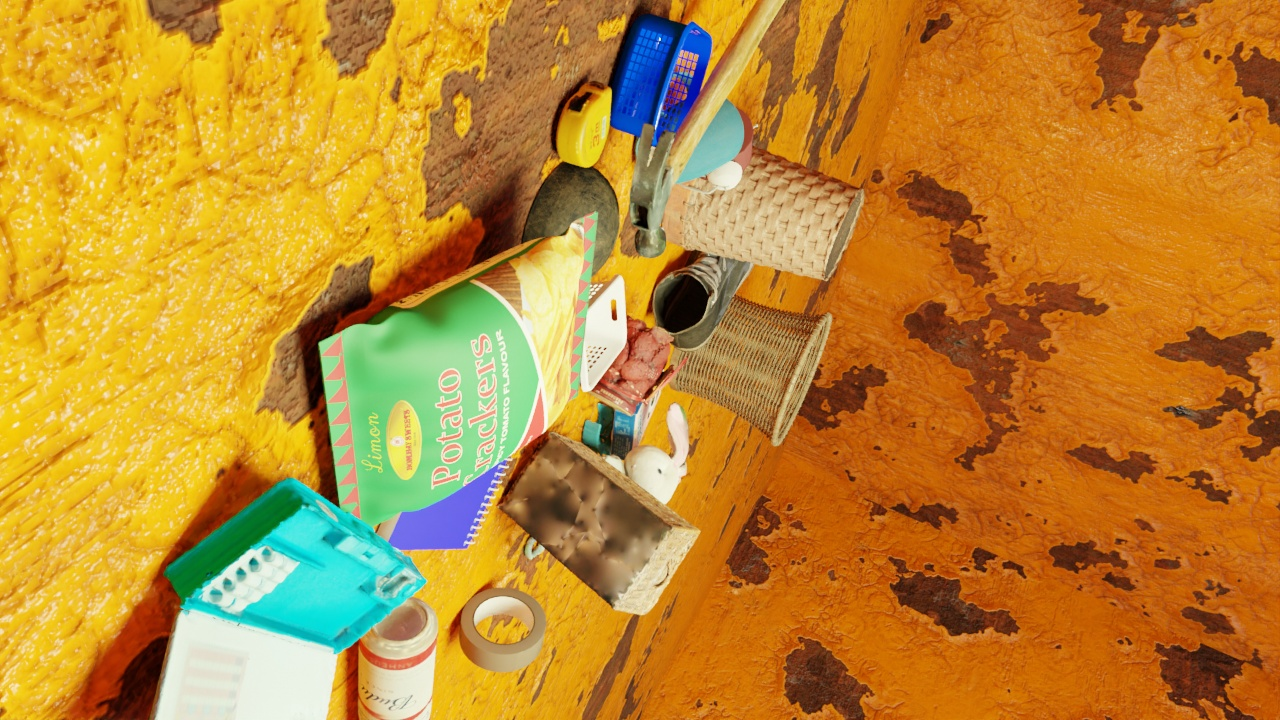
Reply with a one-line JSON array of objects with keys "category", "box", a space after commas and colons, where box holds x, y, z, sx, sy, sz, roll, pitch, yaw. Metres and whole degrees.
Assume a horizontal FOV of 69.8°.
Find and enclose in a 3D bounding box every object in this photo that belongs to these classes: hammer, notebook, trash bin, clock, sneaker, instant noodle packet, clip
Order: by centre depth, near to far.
[{"category": "instant noodle packet", "box": [-0.126, 0.011, 0.699, 0.251, 0.090, 0.196, -33, 145, -40]}, {"category": "notebook", "box": [-0.153, 0.074, 0.843, 0.209, 0.022, 0.171, -66, 163, -4]}, {"category": "hammer", "box": [0.072, -0.261, 0.884, 0.329, 0.033, 0.132, -61, 162, -23]}, {"category": "clock", "box": [0.085, -0.244, 1.063, 0.044, 0.087, 0.124, 80, 33, -64]}, {"category": "trash bin", "box": [0.151, -0.183, 1.138, 0.150, 0.210, 0.151, -56, 161, -32]}, {"category": "clip", "box": [-0.062, 0.117, 1.194, 0.113, 0.028, 0.127, -57, 161, -49]}, {"category": "sneaker", "box": [0.091, -0.129, 1.242, 0.235, 0.095, 0.120, -60, 166, 1]}]

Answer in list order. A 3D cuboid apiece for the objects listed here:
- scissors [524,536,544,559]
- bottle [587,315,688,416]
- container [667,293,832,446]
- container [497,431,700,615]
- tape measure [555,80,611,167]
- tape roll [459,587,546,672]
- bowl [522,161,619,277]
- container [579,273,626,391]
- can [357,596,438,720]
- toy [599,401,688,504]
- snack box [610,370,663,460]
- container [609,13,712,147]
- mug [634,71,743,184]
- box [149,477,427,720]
[{"category": "scissors", "box": [-0.110, 0.223, 1.205, 0.175, 0.033, 0.072, 36, 75, -78]}, {"category": "bottle", "box": [-0.006, 0.006, 1.094, 0.111, 0.099, 0.099, -61, 164, -6]}, {"category": "container", "box": [0.174, -0.005, 1.481, 0.226, 0.196, 0.227, -57, 161, -32]}, {"category": "container", "box": [-0.047, 0.178, 1.009, 0.113, 0.198, 0.112, -55, 159, -3]}, {"category": "tape measure", "box": [-0.050, -0.196, 0.786, 0.058, 0.030, 0.068, -52, 156, -44]}, {"category": "tape roll", "box": [-0.152, 0.297, 1.015, 0.093, 0.094, 0.030, -46, 153, -53]}, {"category": "bowl", "box": [-0.053, -0.117, 0.839, 0.121, 0.056, 0.121, -57, 161, -32]}, {"category": "container", "box": [-0.057, -0.031, 0.911, 0.129, 0.049, 0.081, -55, 146, -60]}, {"category": "can", "box": [-0.221, 0.289, 0.830, 0.067, 0.067, 0.170, -46, 154, -52]}, {"category": "toy", "box": [-0.017, 0.142, 1.135, 0.205, 0.105, 0.131, -13, 130, -23]}, {"category": "snack box", "box": [-0.002, 0.054, 1.239, 0.153, 0.033, 0.088, -65, 165, -50]}, {"category": "container", "box": [0.015, -0.261, 0.860, 0.096, 0.058, 0.114, -20, 131, -69]}, {"category": "mug", "box": [0.043, -0.243, 0.961, 0.104, 0.085, 0.112, -38, 120, -42]}, {"category": "box", "box": [-0.241, 0.184, 0.622, 0.180, 0.074, 0.227, -61, 163, -19]}]
